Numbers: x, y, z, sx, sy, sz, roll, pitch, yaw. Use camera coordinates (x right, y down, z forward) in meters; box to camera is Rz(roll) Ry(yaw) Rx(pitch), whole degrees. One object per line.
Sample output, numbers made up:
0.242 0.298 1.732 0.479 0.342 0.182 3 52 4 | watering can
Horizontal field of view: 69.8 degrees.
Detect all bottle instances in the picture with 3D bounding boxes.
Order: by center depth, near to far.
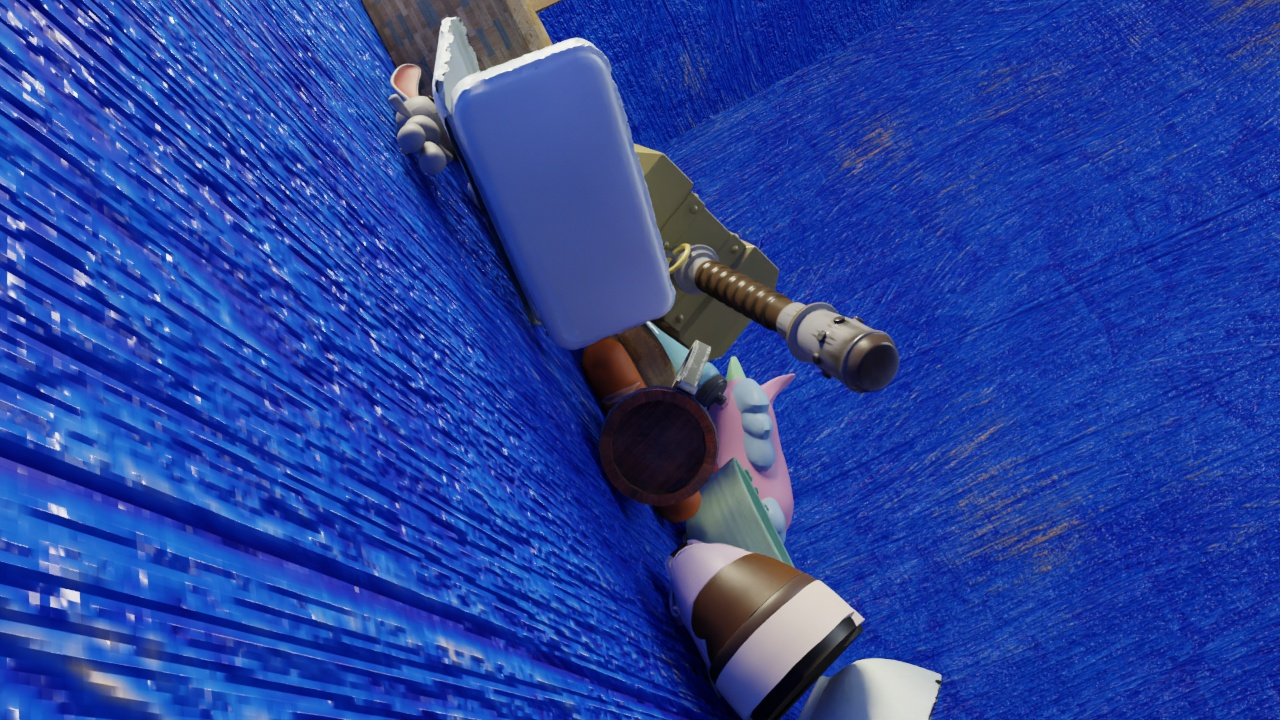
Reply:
0.036 0.000 0.904 0.130 0.040 0.040 43 -2 23 | bottle

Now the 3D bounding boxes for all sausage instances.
0.001 0.056 0.751 0.164 0.039 0.044 62 3 -3 | sausage

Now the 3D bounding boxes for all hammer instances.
0.071 -0.051 0.674 0.190 0.100 0.325 39 0 -33 | hammer

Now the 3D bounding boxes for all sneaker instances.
0.078 0.184 0.652 0.116 0.111 0.294 43 -2 22 | sneaker

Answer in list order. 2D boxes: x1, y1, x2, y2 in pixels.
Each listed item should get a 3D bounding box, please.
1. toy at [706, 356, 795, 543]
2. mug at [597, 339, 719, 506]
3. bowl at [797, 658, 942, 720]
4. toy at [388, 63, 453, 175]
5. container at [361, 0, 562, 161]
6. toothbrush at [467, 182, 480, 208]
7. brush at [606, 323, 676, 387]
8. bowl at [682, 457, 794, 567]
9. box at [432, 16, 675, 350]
0.124 0.120 1.036 0.171 0.120 0.222 104 -24 -43 | toy
0.021 0.040 0.669 0.081 0.117 0.111 26 3 0 | mug
0.133 0.260 0.595 0.073 0.153 0.153 24 -9 20 | bowl
-0.129 -0.141 0.541 0.049 0.030 0.111 48 12 -33 | toy
-0.097 -0.279 0.674 0.250 0.186 0.157 63 6 -1 | container
-0.094 -0.092 0.716 0.181 0.016 0.018 52 18 -67 | toothbrush
-0.005 0.005 0.837 0.043 0.059 0.195 53 -5 32 | brush
0.086 0.168 0.814 0.151 0.077 0.150 62 6 -11 | bowl
-0.047 -0.113 0.580 0.211 0.105 0.129 72 6 -51 | box
